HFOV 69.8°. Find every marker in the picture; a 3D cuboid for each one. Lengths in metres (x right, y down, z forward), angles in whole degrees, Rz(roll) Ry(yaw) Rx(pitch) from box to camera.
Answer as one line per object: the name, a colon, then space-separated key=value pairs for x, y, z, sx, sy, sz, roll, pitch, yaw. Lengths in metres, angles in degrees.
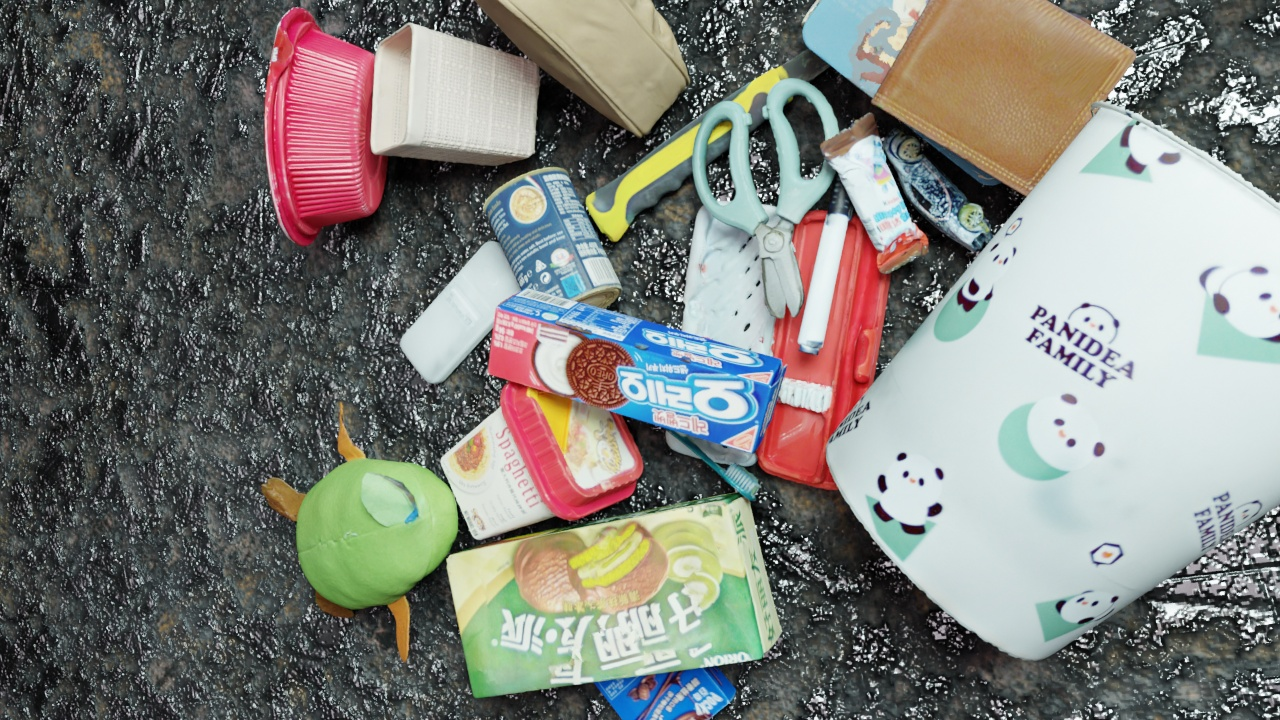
marker: x=0.132 y=-0.068 z=0.640 sx=0.023 sy=0.018 sz=0.131 roll=12 pitch=93 yaw=21

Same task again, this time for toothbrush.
toothbrush: x=0.022 y=0.044 z=0.712 sx=0.191 sy=0.016 sz=0.018 roll=40 pitch=103 yaw=31

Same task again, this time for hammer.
hammer: x=0.092 y=-0.200 z=0.691 sx=0.324 sy=0.031 sz=0.126 roll=-32 pitch=79 yaw=20

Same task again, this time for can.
can: x=-0.069 y=-0.087 z=0.735 sx=0.075 sy=0.075 sz=0.111 roll=-29 pitch=81 yaw=20

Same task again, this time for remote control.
remote control: x=-0.154 y=-0.041 z=0.800 sx=0.136 sy=0.020 sz=0.056 roll=-45 pitch=74 yaw=17

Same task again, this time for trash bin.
trash bin: x=0.260 y=0.023 z=0.532 sx=0.229 sy=0.229 sz=0.252 roll=45 pitch=111 yaw=15

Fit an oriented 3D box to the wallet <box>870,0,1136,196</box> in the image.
wallet: x=0.219 y=-0.173 z=0.561 sx=0.124 sy=0.032 sz=0.101 roll=30 pitch=113 yaw=-1

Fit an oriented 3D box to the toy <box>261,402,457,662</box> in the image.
toy: x=-0.237 y=0.148 z=0.788 sx=0.247 sy=0.089 sz=0.227 roll=-21 pitch=88 yaw=43

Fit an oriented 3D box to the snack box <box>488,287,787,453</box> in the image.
snack box: x=-0.004 y=0.004 z=0.660 sx=0.207 sy=0.057 sz=0.058 roll=16 pitch=113 yaw=11

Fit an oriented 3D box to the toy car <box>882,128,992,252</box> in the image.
toy car: x=0.203 y=-0.117 z=0.638 sx=0.031 sy=0.049 sz=0.105 roll=-40 pitch=76 yaw=16

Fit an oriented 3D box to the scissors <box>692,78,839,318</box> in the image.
scissors: x=0.082 y=-0.110 z=0.663 sx=0.139 sy=0.019 sz=0.180 roll=0 pitch=90 yaw=31

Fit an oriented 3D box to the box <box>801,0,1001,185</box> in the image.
box: x=0.198 y=-0.195 z=0.603 sx=0.184 sy=0.059 sz=0.090 roll=36 pitch=117 yaw=-1

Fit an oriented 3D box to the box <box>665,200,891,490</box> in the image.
box: x=0.101 y=-0.015 z=0.691 sx=0.158 sy=0.037 sz=0.201 roll=12 pitch=96 yaw=31

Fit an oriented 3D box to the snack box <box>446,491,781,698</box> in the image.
snack box: x=-0.024 y=0.179 z=0.699 sx=0.240 sy=0.063 sz=0.114 roll=-14 pitch=85 yaw=19

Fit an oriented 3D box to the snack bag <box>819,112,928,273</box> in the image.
snack bag: x=0.160 y=-0.110 z=0.620 sx=0.045 sy=0.026 sz=0.105 roll=-31 pitch=103 yaw=-6

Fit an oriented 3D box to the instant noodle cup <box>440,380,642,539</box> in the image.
instant noodle cup: x=-0.083 y=0.080 z=0.731 sx=0.124 sy=0.116 sz=0.116 roll=-32 pitch=79 yaw=31

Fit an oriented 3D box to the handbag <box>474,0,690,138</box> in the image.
handbag: x=-0.048 y=-0.256 z=0.658 sx=0.100 sy=0.204 sz=0.148 roll=-47 pitch=57 yaw=7

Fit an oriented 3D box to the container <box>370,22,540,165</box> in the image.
container: x=-0.147 y=-0.205 z=0.735 sx=0.090 sy=0.110 sz=0.090 roll=8 pitch=94 yaw=56

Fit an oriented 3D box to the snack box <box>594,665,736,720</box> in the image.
snack box: x=-0.005 y=0.232 z=0.741 sx=0.085 sy=0.026 sz=0.157 roll=-45 pitch=75 yaw=16

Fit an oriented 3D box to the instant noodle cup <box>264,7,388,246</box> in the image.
instant noodle cup: x=-0.254 y=-0.191 z=0.769 sx=0.066 sy=0.194 sz=0.194 roll=4 pitch=92 yaw=-4
